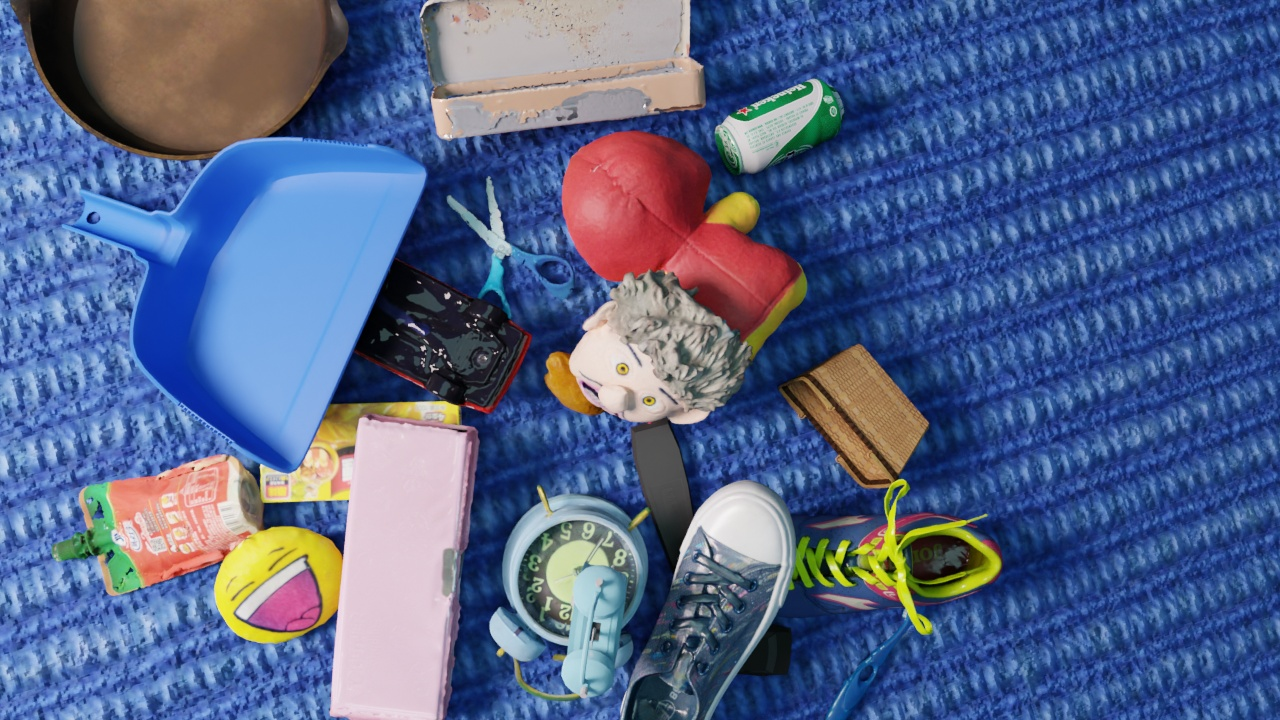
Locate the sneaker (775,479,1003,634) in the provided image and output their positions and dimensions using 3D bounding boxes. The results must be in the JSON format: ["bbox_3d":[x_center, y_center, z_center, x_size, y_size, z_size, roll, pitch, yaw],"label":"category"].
[{"bbox_3d":[0.162,0.153,0.721,0.241,0.091,0.116,-2,89,-6],"label":"sneaker"}]

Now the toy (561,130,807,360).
[{"bbox_3d":[0.030,-0.094,0.727,0.216,0.099,0.147,41,75,-7],"label":"toy"}]

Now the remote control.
[{"bbox_3d":[0.023,0.111,0.751,0.039,0.010,0.124,-14,88,-7],"label":"remote control"}]

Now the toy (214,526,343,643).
[{"bbox_3d":[-0.271,0.169,0.694,0.095,0.041,0.094,-38,115,-7],"label":"toy"}]

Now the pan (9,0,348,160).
[{"bbox_3d":[-0.347,-0.327,0.728,0.248,0.043,0.356,6,85,-5],"label":"pan"}]

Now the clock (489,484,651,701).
[{"bbox_3d":[-0.053,0.182,0.714,0.118,0.060,0.162,10,89,-7],"label":"clock"}]

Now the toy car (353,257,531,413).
[{"bbox_3d":[-0.182,-0.031,0.714,0.189,0.056,0.081,27,85,4],"label":"toy car"}]

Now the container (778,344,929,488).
[{"bbox_3d":[0.177,0.042,0.749,0.061,0.063,0.114,-41,91,-15],"label":"container"}]

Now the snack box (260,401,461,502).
[{"bbox_3d":[-0.217,0.071,0.721,0.152,0.025,0.075,-1,87,-6],"label":"snack box"}]

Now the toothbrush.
[{"bbox_3d":[0.193,0.251,0.757,0.021,0.016,0.132,39,86,-1],"label":"toothbrush"}]

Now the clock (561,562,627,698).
[{"bbox_3d":[-0.034,0.180,0.624,0.042,0.123,0.087,8,89,3],"label":"clock"}]

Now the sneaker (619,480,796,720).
[{"bbox_3d":[0.047,0.203,0.680,0.087,0.079,0.236,25,101,12],"label":"sneaker"}]

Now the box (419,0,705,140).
[{"bbox_3d":[-0.059,-0.229,0.727,0.216,0.095,0.107,-8,52,-6],"label":"box"}]

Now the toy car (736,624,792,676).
[{"bbox_3d":[0.077,0.230,0.735,0.091,0.036,0.042,6,85,-6],"label":"toy car"}]

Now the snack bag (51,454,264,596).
[{"bbox_3d":[-0.369,0.126,0.697,0.155,0.044,0.087,-16,94,-2],"label":"snack bag"}]

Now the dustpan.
[{"bbox_3d":[-0.323,-0.075,0.690,0.258,0.059,0.245,18,81,21],"label":"dustpan"}]

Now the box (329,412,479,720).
[{"bbox_3d":[-0.180,0.159,0.699,0.098,0.046,0.233,6,94,4],"label":"box"}]

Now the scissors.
[{"bbox_3d":[-0.104,-0.094,0.754,0.103,0.015,0.133,-12,83,-3],"label":"scissors"}]

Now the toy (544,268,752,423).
[{"bbox_3d":[-0.004,0.004,0.690,0.133,0.176,0.076,53,38,-18],"label":"toy"}]

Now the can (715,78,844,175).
[{"bbox_3d":[0.116,-0.194,0.761,0.101,0.053,0.053,-25,89,-8],"label":"can"}]
